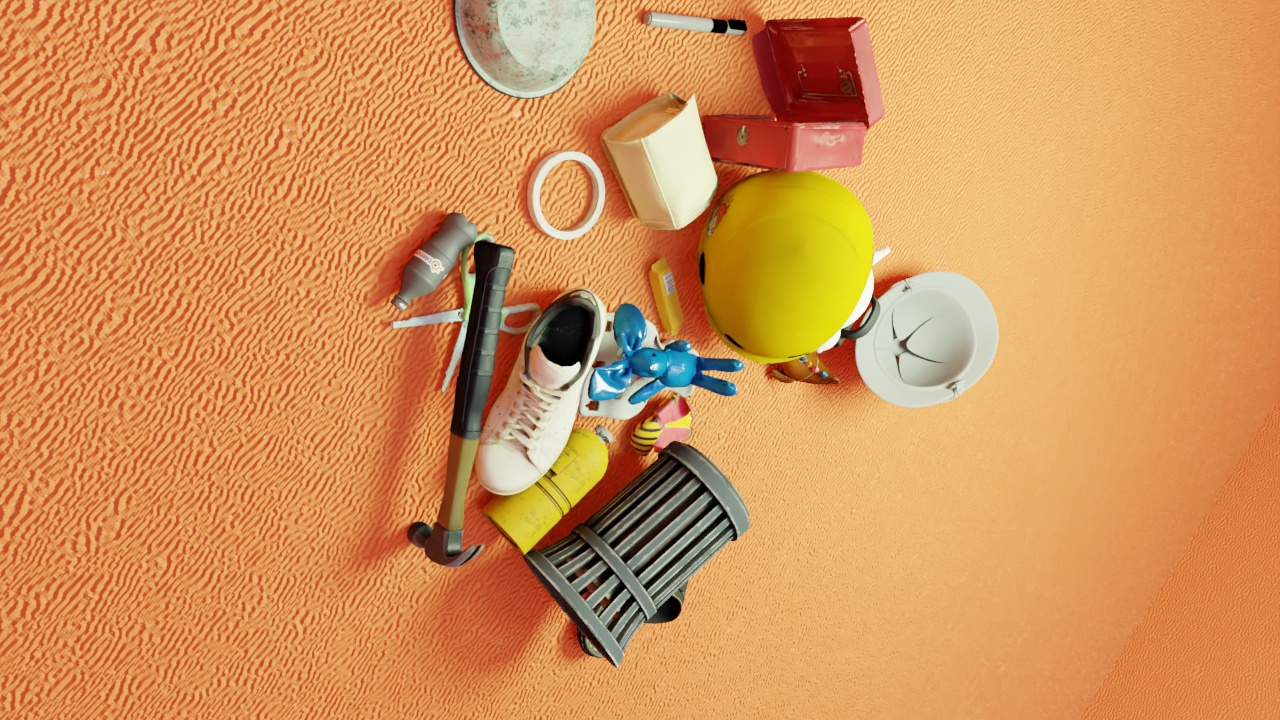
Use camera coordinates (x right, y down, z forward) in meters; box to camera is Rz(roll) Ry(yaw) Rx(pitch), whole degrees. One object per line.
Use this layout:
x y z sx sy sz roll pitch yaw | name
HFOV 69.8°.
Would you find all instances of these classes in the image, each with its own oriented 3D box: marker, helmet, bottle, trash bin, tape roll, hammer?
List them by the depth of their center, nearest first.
-0.202 -0.095 0.889 0.109 0.036 0.036 -53 131 -11 | bottle
-0.171 0.048 0.919 0.025 0.118 0.333 4 101 -42 | hammer
-0.079 -0.176 0.977 0.092 0.013 0.093 -14 114 -35 | tape roll
0.062 -0.373 1.018 0.140 0.016 0.016 -10 112 -37 | marker
-0.096 0.136 1.038 0.163 0.071 0.071 -44 128 -19 | bottle
0.170 -0.106 1.060 0.209 0.139 0.240 11 96 1 | helmet
0.003 0.215 1.072 0.227 0.164 0.164 -39 127 -16 | trash bin
0.395 -0.022 1.360 0.270 0.118 0.183 -24 89 -24 | helmet

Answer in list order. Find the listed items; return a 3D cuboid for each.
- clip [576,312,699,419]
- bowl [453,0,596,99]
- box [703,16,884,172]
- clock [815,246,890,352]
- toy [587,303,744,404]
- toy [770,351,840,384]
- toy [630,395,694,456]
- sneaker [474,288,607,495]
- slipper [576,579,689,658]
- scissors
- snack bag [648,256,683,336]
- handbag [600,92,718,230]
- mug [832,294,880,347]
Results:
-0.006 0.006 1.078 0.142 0.073 0.125 1 108 -32 | clip
-0.101 -0.333 0.884 0.157 0.038 0.158 -15 115 -35 | bowl
0.166 -0.279 1.045 0.168 0.157 0.154 -43 126 -21 | box
0.228 -0.101 1.172 0.161 0.125 0.072 -60 152 1 | clock
0.027 -0.001 1.023 0.176 0.071 0.113 8 91 -19 | toy
0.217 -0.001 1.226 0.070 0.103 0.090 -55 138 -9 | toy
0.033 0.080 1.143 0.103 0.046 0.084 -34 146 -23 | toy
-0.100 0.033 0.962 0.089 0.102 0.241 24 86 -6 | sneaker
0.022 0.273 1.181 0.267 0.076 0.113 -51 131 -13 | slipper
-0.173 -0.046 0.946 0.173 0.022 0.171 11 102 -46 | scissors
0.031 -0.076 1.098 0.026 0.020 0.099 -39 127 -32 | snack bag
0.029 -0.218 1.010 0.111 0.081 0.119 -44 127 -28 | handbag
0.267 -0.069 1.232 0.078 0.114 0.088 36 82 -43 | mug
